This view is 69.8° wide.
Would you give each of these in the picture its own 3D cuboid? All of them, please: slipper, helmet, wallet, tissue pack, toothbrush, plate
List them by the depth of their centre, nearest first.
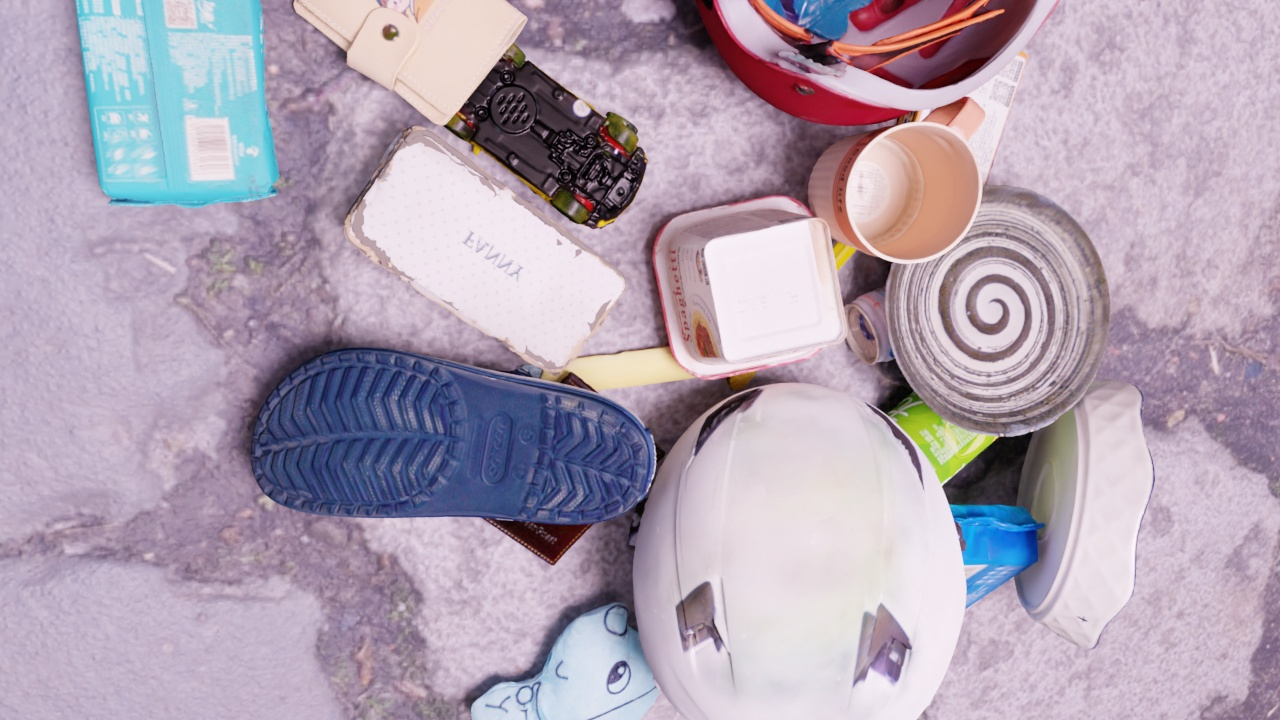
[{"bbox_3d":[-0.258,-0.153,0.515,0.093,0.050,0.133,-4,105,-15],"label":"tissue pack"},{"bbox_3d":[-0.138,-0.202,0.538,0.115,0.024,0.087,37,96,-5],"label":"wallet"},{"bbox_3d":[0.117,-0.252,0.561,0.206,0.144,0.240,-33,94,-8],"label":"helmet"},{"bbox_3d":[-0.115,0.048,0.588,0.253,0.095,0.105,4,90,4],"label":"slipper"},{"bbox_3d":[0.099,0.122,0.589,0.229,0.146,0.258,7,72,9],"label":"helmet"},{"bbox_3d":[-0.056,0.079,0.652,0.122,0.020,0.096,-45,112,7],"label":"wallet"},{"bbox_3d":[0.254,-0.035,0.659,0.179,0.024,0.179,0,89,-12],"label":"plate"},{"bbox_3d":[0.125,-0.053,0.665,0.015,0.016,0.190,38,99,-3],"label":"toothbrush"},{"bbox_3d":[0.329,0.112,0.701,0.045,0.204,0.205,10,102,10],"label":"plate"},{"bbox_3d":[0.235,0.159,0.725,0.095,0.052,0.158,4,144,-18],"label":"tissue pack"}]

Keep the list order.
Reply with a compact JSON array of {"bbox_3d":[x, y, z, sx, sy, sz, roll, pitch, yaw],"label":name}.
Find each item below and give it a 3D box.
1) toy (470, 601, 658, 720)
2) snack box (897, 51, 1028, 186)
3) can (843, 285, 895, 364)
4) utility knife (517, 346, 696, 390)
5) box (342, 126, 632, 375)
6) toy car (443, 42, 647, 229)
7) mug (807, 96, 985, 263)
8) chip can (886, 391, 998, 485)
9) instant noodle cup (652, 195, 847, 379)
[{"bbox_3d":[-0.049,0.254,0.689,0.156,0.050,0.161,-2,110,-15],"label":"toy"},{"bbox_3d":[0.225,-0.161,0.677,0.075,0.026,0.154,13,100,-19],"label":"snack box"},{"bbox_3d":[0.222,-0.043,0.692,0.134,0.053,0.053,-22,109,-11],"label":"can"},{"bbox_3d":[-0.004,0.004,0.654,0.167,0.018,0.031,-8,102,-17],"label":"utility knife"},{"bbox_3d":[-0.092,-0.065,0.586,0.184,0.062,0.090,37,92,-24],"label":"box"},{"bbox_3d":[-0.066,-0.147,0.580,0.156,0.041,0.071,34,90,-12],"label":"toy car"},{"bbox_3d":[0.168,-0.121,0.591,0.081,0.106,0.114,39,97,-10],"label":"mug"},{"bbox_3d":[0.233,0.050,0.710,0.221,0.072,0.072,-39,112,-4],"label":"chip can"},{"bbox_3d":[0.074,-0.046,0.593,0.116,0.124,0.116,-12,96,-3],"label":"instant noodle cup"}]
